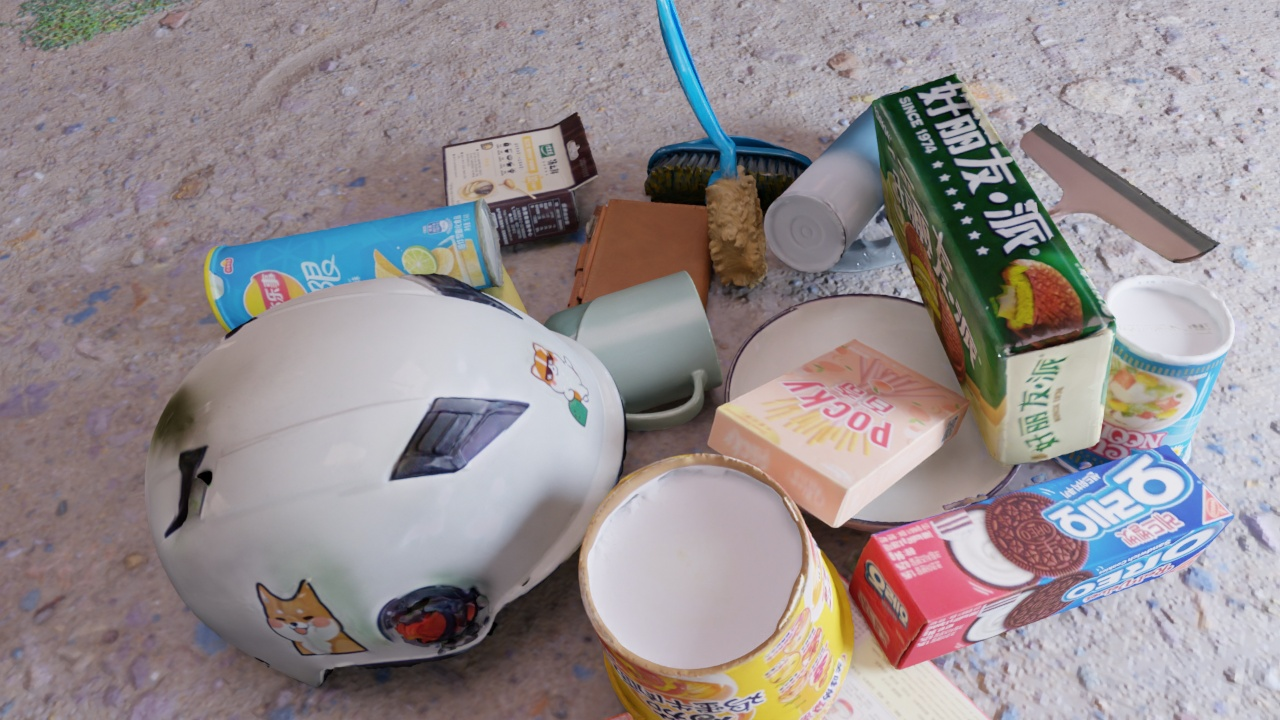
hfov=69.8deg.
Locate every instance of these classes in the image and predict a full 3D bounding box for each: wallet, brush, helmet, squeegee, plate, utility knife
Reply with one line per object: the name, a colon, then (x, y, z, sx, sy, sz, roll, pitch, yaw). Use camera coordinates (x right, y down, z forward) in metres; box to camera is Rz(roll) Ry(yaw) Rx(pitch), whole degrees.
wallet: (0.003, -0.074, 0.720, 0.108, 0.031, 0.131, 6, 50, 6)
brush: (0.048, -0.165, 0.659, 0.046, 0.255, 0.083, -9, 35, 20)
brush: (0.077, -0.158, 0.769, 0.144, 0.055, 0.073, 6, 50, 11)
helmet: (-0.162, 0.045, 0.513, 0.274, 0.157, 0.229, -23, 48, 16)
squeegee: (0.246, -0.098, 0.712, 0.249, 0.040, 0.247, -13, 34, 2)
plate: (0.152, 0.035, 0.604, 0.192, 0.039, 0.192, -3, 49, 3)
utility knife: (-0.095, -0.022, 0.692, 0.031, 0.022, 0.212, -20, 43, -11)

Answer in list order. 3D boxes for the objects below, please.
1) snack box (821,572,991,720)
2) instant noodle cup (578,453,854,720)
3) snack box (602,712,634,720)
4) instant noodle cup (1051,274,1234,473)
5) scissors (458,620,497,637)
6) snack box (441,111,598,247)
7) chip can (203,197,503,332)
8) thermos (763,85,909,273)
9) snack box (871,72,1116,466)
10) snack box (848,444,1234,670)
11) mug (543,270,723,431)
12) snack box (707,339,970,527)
snack box: (0.106, 0.167, 0.501, 0.077, 0.027, 0.156, -31, 53, -21)
instant noodle cup: (0.035, 0.118, 0.461, 0.138, 0.110, 0.137, -7, 56, 10)
snack box: (-0.065, 0.234, 0.448, 0.153, 0.026, 0.075, -17, 67, -8)
instant noodle cup: (0.305, 0.009, 0.565, 0.099, 0.110, 0.099, -3, 48, 4)
scissors: (-0.059, 0.123, 0.563, 0.180, 0.019, 0.170, -20, 52, -11)
snack box: (-0.102, -0.152, 0.778, 0.125, 0.053, 0.113, -11, 44, -4)
chip can: (-0.216, -0.072, 0.703, 0.210, 0.071, 0.071, -11, 49, 1)
thermos: (0.173, -0.148, 0.722, 0.070, 0.070, 0.219, 23, 45, 23)
snack box: (0.211, -0.063, 0.575, 0.063, 0.114, 0.239, -16, 49, 9)
snack box: (0.221, 0.105, 0.508, 0.207, 0.057, 0.058, -13, 48, -17)
mug: (-0.004, 0.004, 0.614, 0.106, 0.082, 0.111, -18, 48, -3)
snack box: (0.117, 0.035, 0.522, 0.084, 0.026, 0.156, 32, 33, 29)
